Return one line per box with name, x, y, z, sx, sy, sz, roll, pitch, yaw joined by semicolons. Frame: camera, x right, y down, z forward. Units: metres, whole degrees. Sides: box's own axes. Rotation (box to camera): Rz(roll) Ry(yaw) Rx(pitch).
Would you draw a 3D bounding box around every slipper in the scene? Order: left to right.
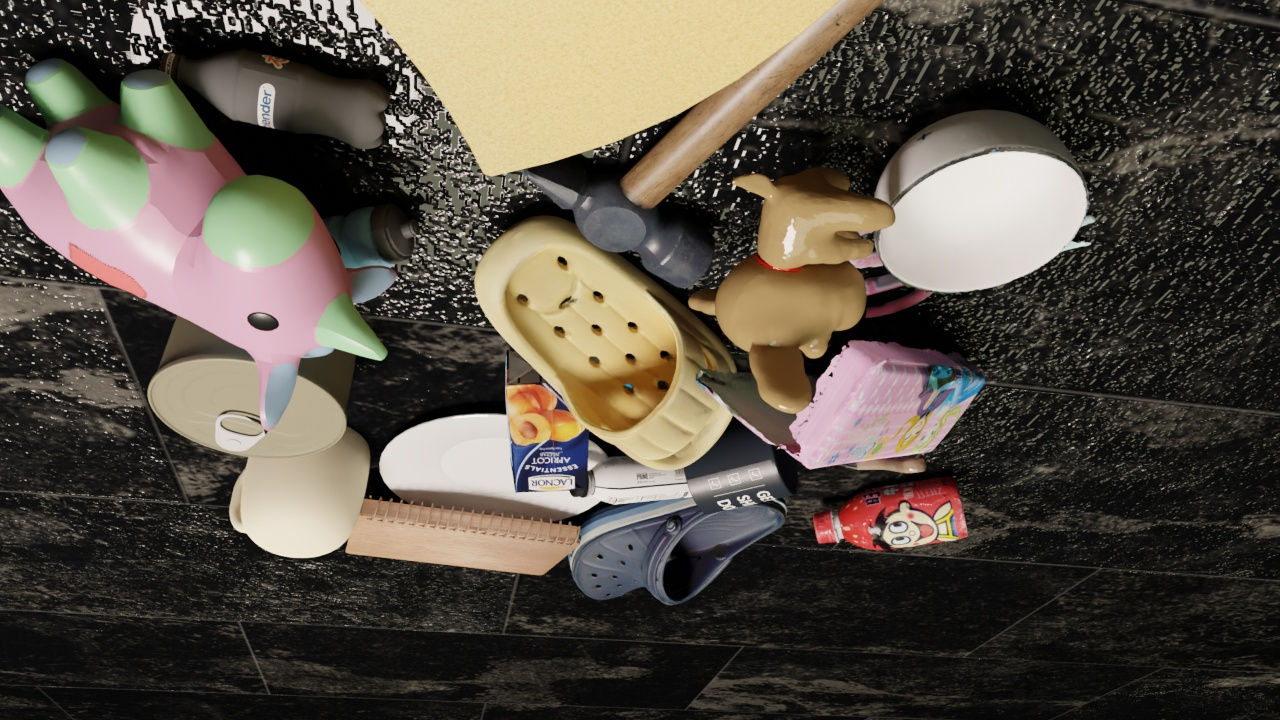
slipper;-0.004;0.004;0.625;0.111;0.079;0.261;-44;130;3
slipper;0.028;0.184;0.894;0.253;0.095;0.105;-29;139;28

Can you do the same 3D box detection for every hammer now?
hammer;0.072;-0.156;0.465;0.129;0.040;0.323;27;135;-28

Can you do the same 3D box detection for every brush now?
brush;-0.050;-0.203;0.356;0.195;0.075;0.250;-21;140;25
brush;0.196;0.084;0.763;0.039;0.012;0.151;-5;177;-8

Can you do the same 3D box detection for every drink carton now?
drink carton;-0.073;0.050;0.723;0.064;0.040;0.130;-1;135;-4

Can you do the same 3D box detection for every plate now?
plate;-0.128;0.099;0.832;0.208;0.015;0.209;-1;145;-1

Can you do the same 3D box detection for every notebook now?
notebook;-0.179;0.177;0.913;0.210;0.022;0.170;11;154;-16

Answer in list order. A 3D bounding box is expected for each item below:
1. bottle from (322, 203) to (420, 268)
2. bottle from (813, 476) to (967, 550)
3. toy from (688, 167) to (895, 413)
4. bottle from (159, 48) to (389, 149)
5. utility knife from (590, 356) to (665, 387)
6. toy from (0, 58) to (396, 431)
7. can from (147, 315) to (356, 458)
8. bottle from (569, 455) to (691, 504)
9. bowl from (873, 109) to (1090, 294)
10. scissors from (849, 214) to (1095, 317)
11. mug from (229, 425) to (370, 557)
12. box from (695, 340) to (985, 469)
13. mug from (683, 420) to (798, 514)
bottle;-0.197;-0.068;0.574;0.130;0.040;0.040;-12;143;15
bottle;0.236;0.151;0.877;0.138;0.061;0.062;-13;143;14
toy;0.086;-0.050;0.513;0.105;0.134;0.108;2;120;-22
bottle;-0.188;-0.138;0.476;0.110;0.036;0.036;10;143;-16
utility knife;0.012;0.021;0.728;0.124;0.015;0.022;25;134;-28
toy;-0.248;-0.069;0.496;0.222;0.119;0.171;15;147;26
can;-0.268;0.007;0.647;0.128;0.073;0.128;-1;145;-1
bottle;-0.006;0.103;0.799;0.116;0.041;0.041;-2;147;-22
bowl;0.188;-0.097;0.524;0.113;0.063;0.114;0;145;0
scissors;0.209;-0.077;0.596;0.179;0.016;0.105;-15;142;19
mug;-0.296;0.116;0.778;0.120;0.099;0.096;-11;144;13
box;0.148;0.011;0.642;0.230;0.105;0.086;3;123;-55
mug;0.092;0.095;0.785;0.078;0.071;0.105;-17;145;21
